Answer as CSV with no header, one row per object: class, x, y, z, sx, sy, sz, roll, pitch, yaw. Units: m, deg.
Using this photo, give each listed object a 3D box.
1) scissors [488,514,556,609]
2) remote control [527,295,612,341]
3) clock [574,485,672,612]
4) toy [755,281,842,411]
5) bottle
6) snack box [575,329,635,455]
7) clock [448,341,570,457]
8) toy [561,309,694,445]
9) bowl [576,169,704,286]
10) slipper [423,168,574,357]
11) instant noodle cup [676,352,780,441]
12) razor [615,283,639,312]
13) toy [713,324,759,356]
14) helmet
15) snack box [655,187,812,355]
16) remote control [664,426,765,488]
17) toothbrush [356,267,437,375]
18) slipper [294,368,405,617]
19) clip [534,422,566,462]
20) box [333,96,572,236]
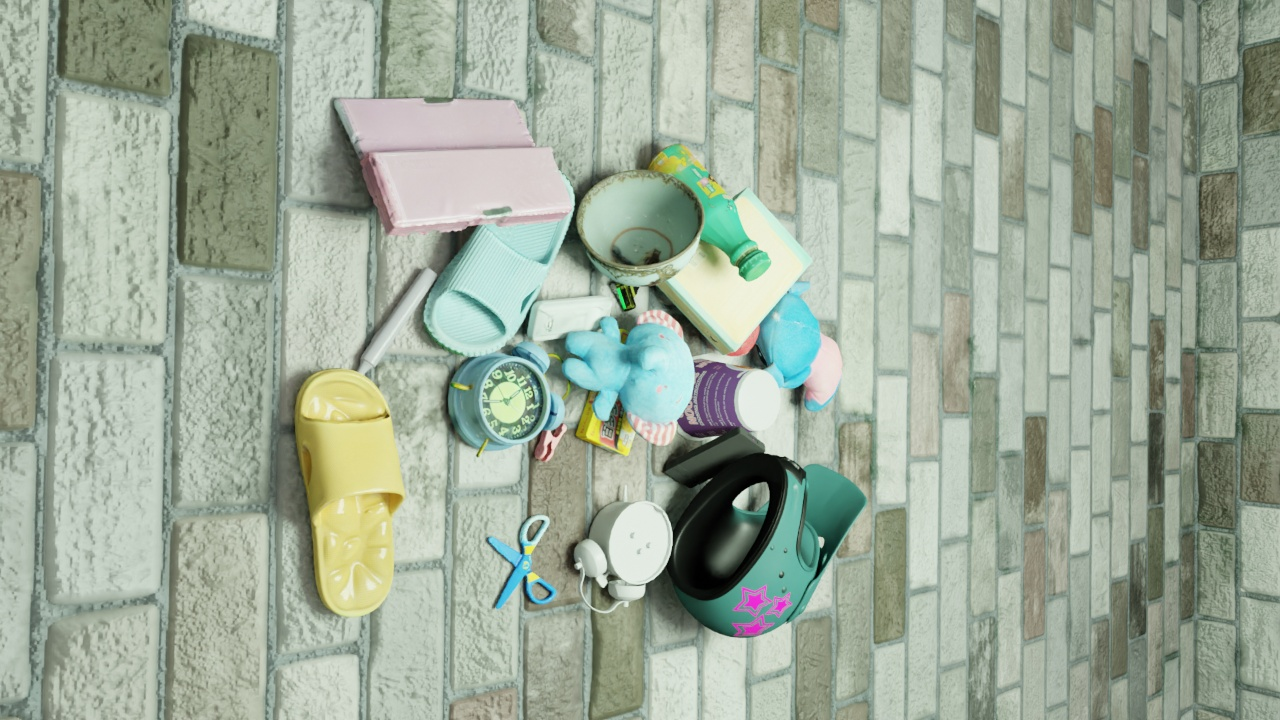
scissors,-0.140,0.248,1.119,0.125,0.013,0.126,45,59,-31
remote control,-0.084,-0.052,1.137,0.133,0.022,0.050,-10,119,-49
clock,-0.022,0.250,1.184,0.120,0.061,0.158,46,62,-29
toy,0.235,-0.006,1.371,0.191,0.099,0.223,42,55,-37
bottle,0.092,-0.191,1.203,0.067,0.068,0.209,-21,65,-37
snack box,-0.028,0.042,1.203,0.075,0.025,0.152,29,72,-36
clock,-0.150,0.041,1.083,0.161,0.060,0.118,-30,107,-39
toy,-0.007,0.007,1.138,0.180,0.115,0.183,18,66,-29
bowl,0.001,-0.153,1.169,0.159,0.160,0.094,-54,161,-26
slipper,-0.150,-0.124,1.073,0.116,0.070,0.275,37,66,-26
instant noodle cup,0.123,0.047,1.263,0.122,0.122,0.136,44,64,-30
razor,0.018,-0.124,1.243,0.143,0.021,0.044,-44,134,-29
toy,0.121,-0.068,1.304,0.092,0.062,0.133,-43,105,-37
helmet,0.171,0.249,1.247,0.275,0.176,0.200,-54,133,0
snack box,0.131,-0.123,1.261,0.141,0.044,0.193,46,67,-9
remote control,0.100,0.133,1.245,0.058,0.134,0.013,36,37,-34
toothbrush,-0.280,-0.024,1.002,0.019,0.018,0.187,38,67,-21
slipper,-0.293,0.140,0.951,0.099,0.078,0.263,-6,98,-40
clip,-0.109,0.098,1.141,0.045,0.023,0.059,7,80,-38
box,-0.200,-0.227,1.015,0.232,0.040,0.179,-15,75,-39
